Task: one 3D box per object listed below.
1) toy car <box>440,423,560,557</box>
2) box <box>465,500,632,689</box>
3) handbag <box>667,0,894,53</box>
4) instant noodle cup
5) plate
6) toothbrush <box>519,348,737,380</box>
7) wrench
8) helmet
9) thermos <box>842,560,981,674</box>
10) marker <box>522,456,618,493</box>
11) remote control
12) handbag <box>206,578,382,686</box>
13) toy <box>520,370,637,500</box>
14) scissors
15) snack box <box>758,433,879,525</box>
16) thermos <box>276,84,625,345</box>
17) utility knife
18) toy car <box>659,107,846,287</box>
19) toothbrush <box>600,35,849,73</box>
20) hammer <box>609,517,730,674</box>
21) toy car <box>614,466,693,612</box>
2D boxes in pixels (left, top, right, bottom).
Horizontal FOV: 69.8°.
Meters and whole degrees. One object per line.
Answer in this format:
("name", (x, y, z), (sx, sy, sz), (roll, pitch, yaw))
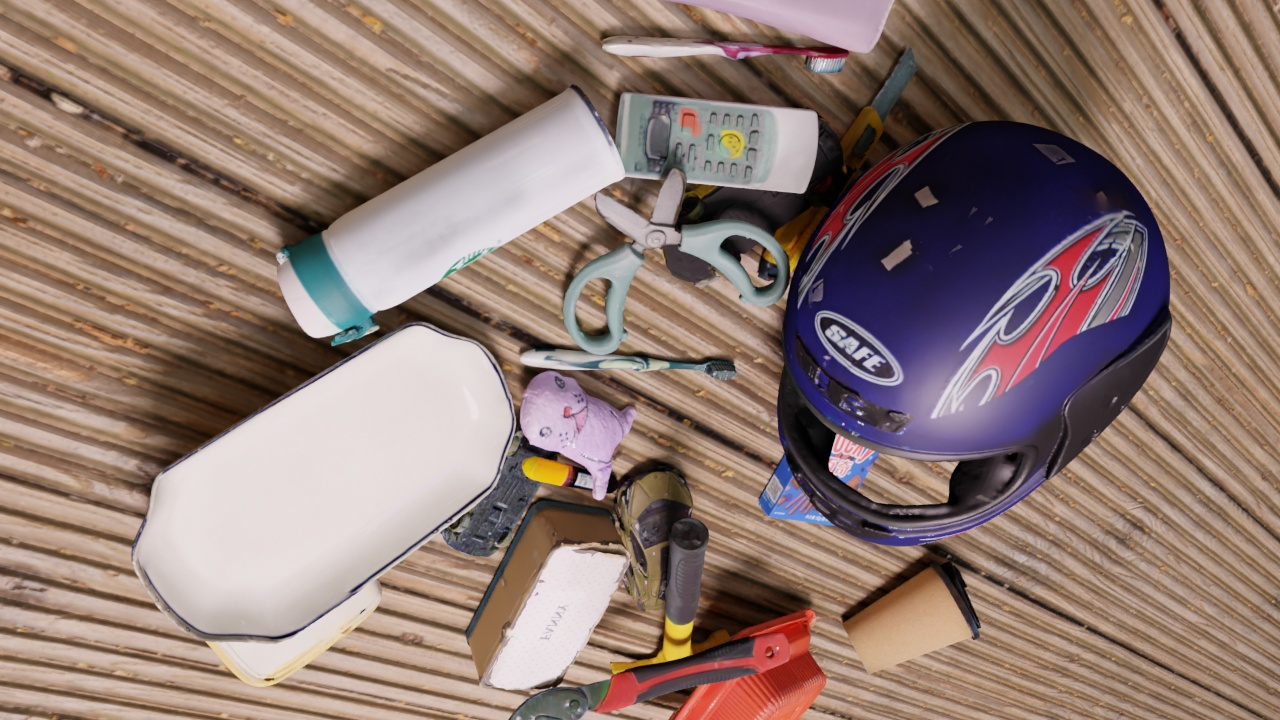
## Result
("toy car", (-0.112, 0.102, 0.731), (0.054, 0.037, 0.120), (31, 95, -41))
("box", (-0.079, 0.203, 0.797), (0.089, 0.061, 0.184), (17, 111, -33))
("handbag", (0.068, -0.272, 0.530), (0.196, 0.098, 0.145), (2, 118, -27))
("instant noodle cup", (0.112, 0.344, 0.932), (0.164, 0.079, 0.189), (1, 125, -50))
("plate", (-0.207, 0.079, 0.630), (0.265, 0.034, 0.162), (-36, 127, -24))
("toothbrush", (-0.004, 0.004, 0.727), (0.191, 0.018, 0.016), (3, 119, -26))
("wrench", (0.008, 0.295, 0.826), (0.273, 0.016, 0.056), (-15, 90, -12))
("helmet", (0.217, -0.023, 0.659), (0.315, 0.247, 0.240), (-49, 146, 0))
("thermos", (0.300, 0.284, 1.008), (0.143, 0.093, 0.093), (-29, 129, 6))
("marker", (-0.054, 0.094, 0.743), (0.123, 0.015, 0.018), (25, 85, -56))
("remote control", (0.050, -0.146, 0.617), (0.135, 0.019, 0.056), (6, 109, -1))
("handbag", (-0.250, 0.133, 0.683), (0.178, 0.063, 0.163), (-32, 130, -21))
("toy", (-0.053, 0.052, 0.715), (0.108, 0.039, 0.083), (37, 62, -38))
("scissors", (0.030, -0.061, 0.667), (0.178, 0.019, 0.171), (10, 131, -17))
("snack box", (0.182, 0.084, 0.857), (0.084, 0.026, 0.157), (12, 115, -29))
("thermos", (-0.121, -0.089, 0.583), (0.224, 0.073, 0.073), (-30, 128, -3))
("utility knife", (0.151, -0.145, 0.703), (0.033, 0.015, 0.203), (19, 111, -36))
("toy car", (0.078, -0.119, 0.669), (0.156, 0.041, 0.071), (-38, 128, 10))
("toothbrush", (0.061, -0.207, 0.622), (0.187, 0.016, 0.017), (-5, 132, -22))
("hammer", (0.035, 0.227, 0.830), (0.128, 0.032, 0.301), (-18, 144, -15))
("toy car", (0.016, 0.163, 0.827), (0.070, 0.042, 0.158), (-17, 124, -14))
